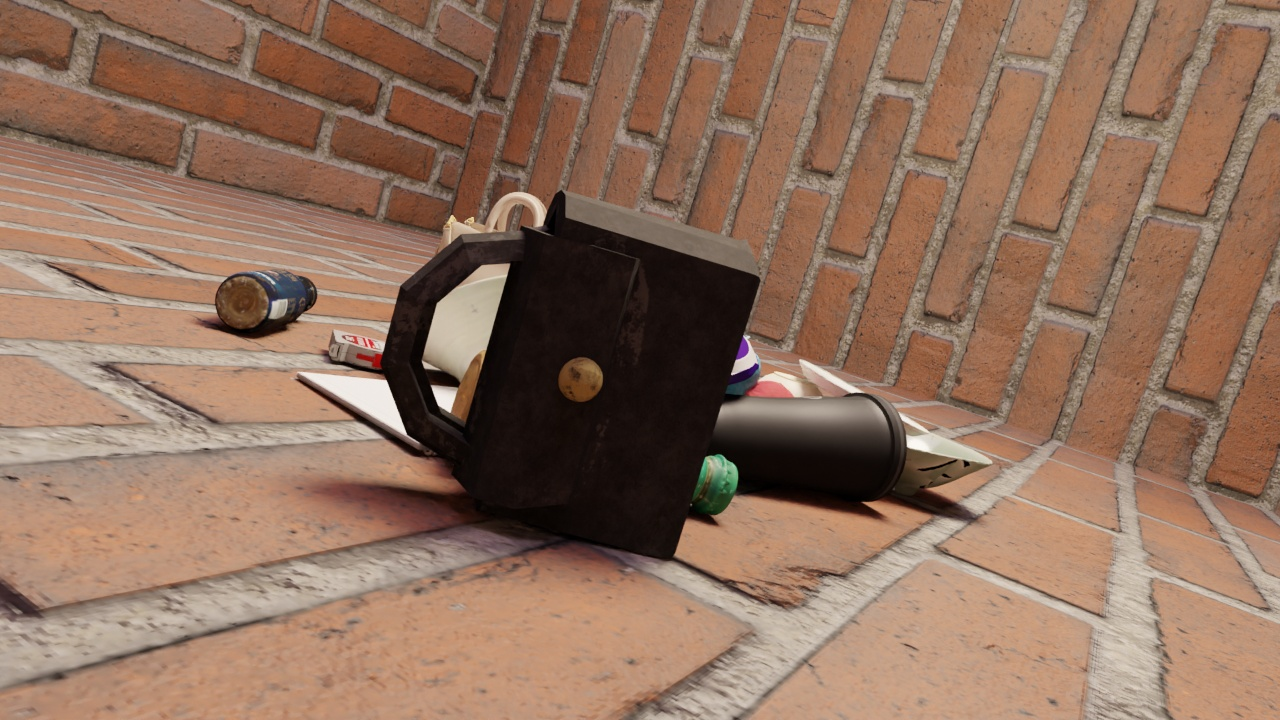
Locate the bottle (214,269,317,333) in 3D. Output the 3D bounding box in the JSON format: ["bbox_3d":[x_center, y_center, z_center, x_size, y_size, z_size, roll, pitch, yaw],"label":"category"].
[{"bbox_3d":[-0.357,-0.060,0.891,0.056,0.056,0.160,16,6,-4],"label":"bottle"}]

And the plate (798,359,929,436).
[{"bbox_3d":[0.238,0.043,0.990,0.157,0.014,0.157,28,8,-4],"label":"plate"}]

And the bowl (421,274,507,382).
[{"bbox_3d":[-0.134,-0.014,0.873,0.176,0.057,0.177,-16,-19,-6],"label":"bowl"}]

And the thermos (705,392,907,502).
[{"bbox_3d":[0.137,0.074,0.845,0.218,0.106,0.106,7,11,-29],"label":"thermos"}]

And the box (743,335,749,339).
[{"bbox_3d":[0.044,-0.006,1.162,0.091,0.085,0.244,13,-1,-31],"label":"box"}]

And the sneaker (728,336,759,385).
[{"bbox_3d":[0.045,-0.056,0.875,0.091,0.111,0.244,-14,21,-10],"label":"sneaker"}]

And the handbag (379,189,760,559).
[{"bbox_3d":[-0.048,0.001,0.544,0.199,0.197,0.102,14,7,-16],"label":"handbag"}]

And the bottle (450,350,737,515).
[{"bbox_3d":[-0.028,0.059,0.653,0.209,0.068,0.068,23,4,-20],"label":"bottle"}]

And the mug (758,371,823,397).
[{"bbox_3d":[0.156,0.061,1.014,0.085,0.089,0.111,17,7,-1],"label":"mug"}]

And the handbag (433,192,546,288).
[{"bbox_3d":[-0.169,-0.112,1.141,0.195,0.198,0.101,19,14,18],"label":"handbag"}]

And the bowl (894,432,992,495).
[{"bbox_3d":[0.294,0.113,1.023,0.174,0.068,0.174,16,9,-3],"label":"bowl"}]

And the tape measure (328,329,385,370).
[{"bbox_3d":[-0.258,-0.007,0.851,0.062,0.020,0.060,14,7,-23],"label":"tape measure"}]

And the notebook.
[{"bbox_3d":[-0.130,0.047,0.761,0.178,0.013,0.245,21,8,40],"label":"notebook"}]

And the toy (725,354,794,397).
[{"bbox_3d":[0.106,0.044,0.934,0.133,0.092,0.062,53,13,-2],"label":"toy"}]
